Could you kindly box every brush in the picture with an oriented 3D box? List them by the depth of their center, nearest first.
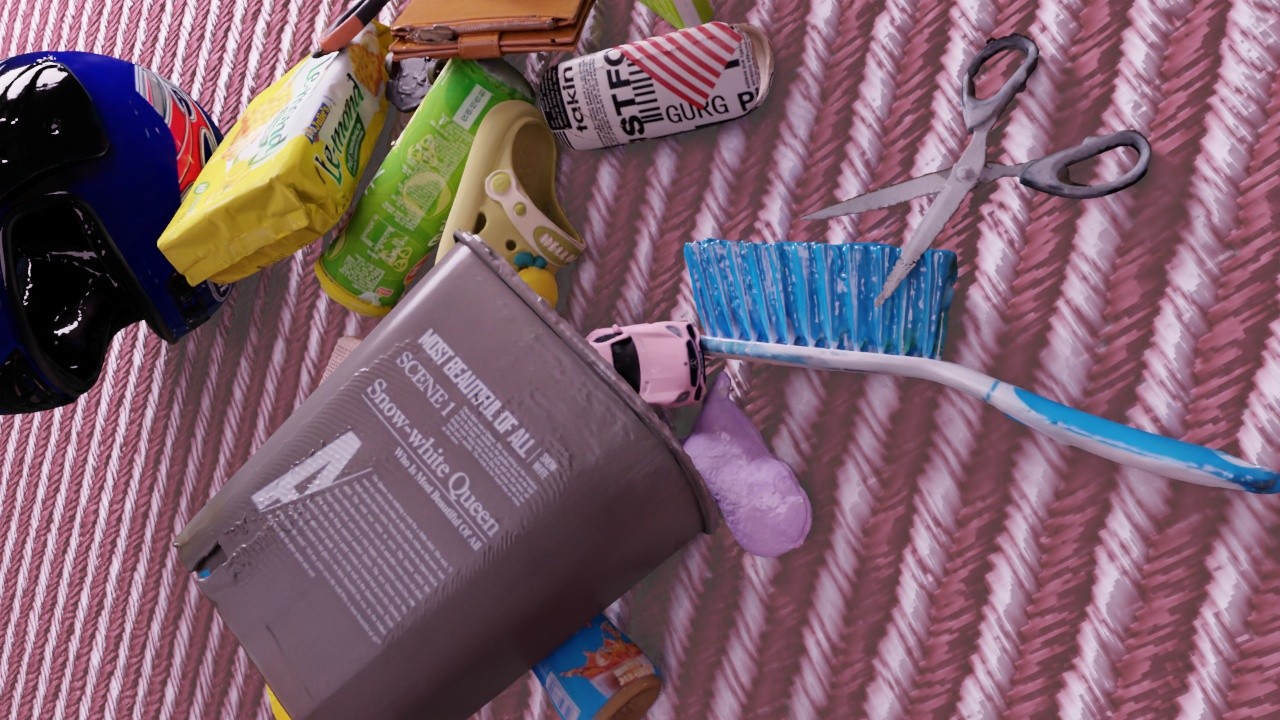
[{"bbox_3d":[0.162,-0.008,0.494,0.315,0.060,0.109,6,93,32],"label":"brush"}]

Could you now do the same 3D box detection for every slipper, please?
[{"bbox_3d":[-0.084,-0.089,0.641,0.082,0.091,0.190,8,85,31],"label":"slipper"}]

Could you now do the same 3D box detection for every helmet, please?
[{"bbox_3d":[-0.472,-0.116,0.801,0.240,0.248,0.315,-9,68,-12],"label":"helmet"}]

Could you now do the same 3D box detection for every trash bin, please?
[{"bbox_3d":[-0.102,0.084,0.512,0.219,0.199,0.199,-42,69,-10],"label":"trash bin"}]

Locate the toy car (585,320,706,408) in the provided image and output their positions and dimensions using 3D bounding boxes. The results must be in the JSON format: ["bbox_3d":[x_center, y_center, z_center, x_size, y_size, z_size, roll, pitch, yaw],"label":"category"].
[{"bbox_3d":[-0.003,0.003,0.585,0.123,0.037,0.056,-4,95,57],"label":"toy car"}]

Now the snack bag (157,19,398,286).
[{"bbox_3d":[-0.283,-0.170,0.750,0.158,0.068,0.245,-19,44,29],"label":"snack bag"}]

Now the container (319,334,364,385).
[{"bbox_3d":[-0.194,0.047,0.695,0.090,0.089,0.111,21,93,33],"label":"container"}]

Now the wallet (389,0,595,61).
[{"bbox_3d":[-0.102,-0.245,0.650,0.132,0.031,0.107,-2,42,9],"label":"wallet"}]

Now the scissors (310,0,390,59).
[{"bbox_3d":[-0.182,-0.296,0.700,0.222,0.015,0.189,-38,35,13],"label":"scissors"}]

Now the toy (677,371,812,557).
[{"bbox_3d":[0.059,0.073,0.556,0.108,0.038,0.084,50,128,24],"label":"toy"}]

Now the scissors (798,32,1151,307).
[{"bbox_3d":[0.174,-0.103,0.486,0.181,0.014,0.159,0,69,14],"label":"scissors"}]

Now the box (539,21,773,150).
[{"bbox_3d":[0.014,-0.182,0.619,0.164,0.080,0.075,-6,112,31],"label":"box"}]

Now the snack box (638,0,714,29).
[{"bbox_3d":[-0.020,-0.287,0.622,0.026,0.085,0.156,-46,61,2],"label":"snack box"}]

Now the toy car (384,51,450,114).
[{"bbox_3d":[-0.159,-0.268,0.737,0.071,0.041,0.156,20,90,36],"label":"toy car"}]

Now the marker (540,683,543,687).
[{"bbox_3d":[-0.098,0.173,0.658,0.017,0.016,0.145,-49,61,18],"label":"marker"}]

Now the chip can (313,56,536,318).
[{"bbox_3d":[-0.166,-0.138,0.708,0.222,0.072,0.072,-50,61,18],"label":"chip can"}]

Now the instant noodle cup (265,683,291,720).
[{"bbox_3d":[-0.177,0.204,0.650,0.138,0.109,0.138,-4,82,33],"label":"instant noodle cup"}]

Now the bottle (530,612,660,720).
[{"bbox_3d":[-0.077,0.155,0.619,0.218,0.065,0.065,42,107,30],"label":"bottle"}]
